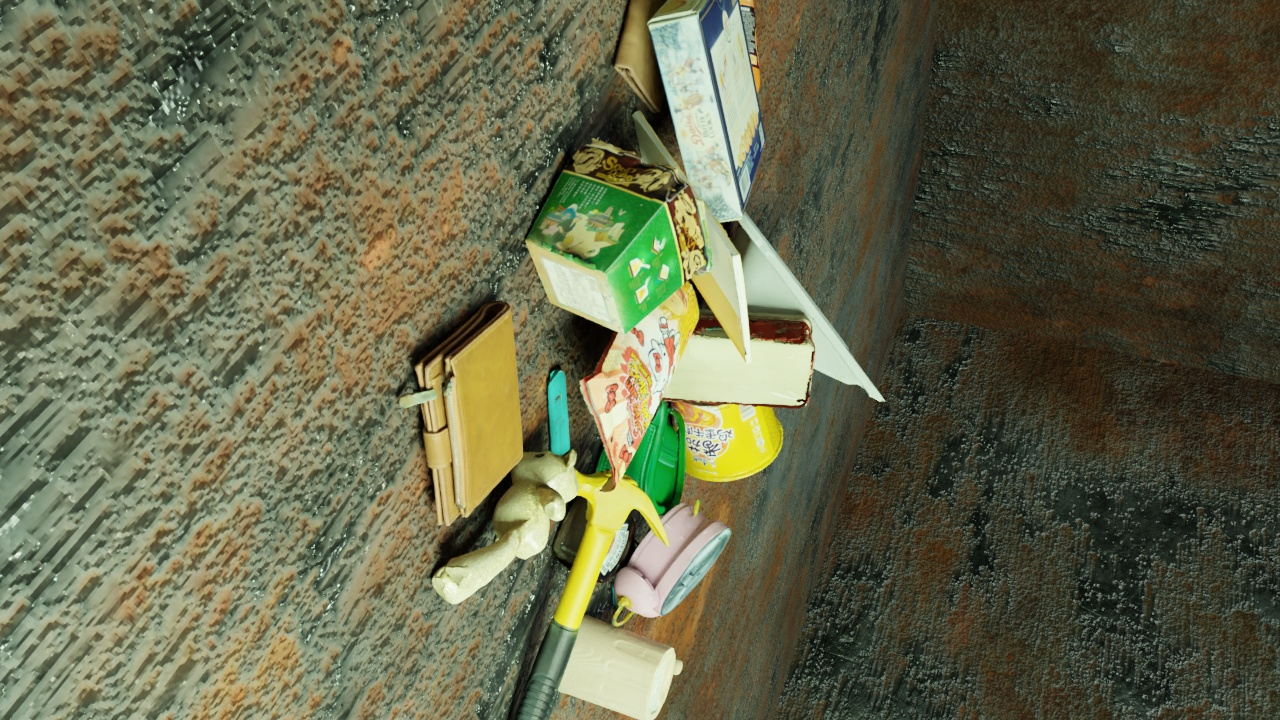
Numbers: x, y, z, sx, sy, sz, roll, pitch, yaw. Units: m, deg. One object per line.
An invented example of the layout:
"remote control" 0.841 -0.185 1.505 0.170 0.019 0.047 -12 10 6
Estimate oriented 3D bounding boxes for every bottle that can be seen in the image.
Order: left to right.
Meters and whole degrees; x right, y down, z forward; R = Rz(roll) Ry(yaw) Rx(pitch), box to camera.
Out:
"bottle" -0.033 0.192 0.954 0.079 0.044 0.195 -64 158 -12
"bottle" 0.090 -0.338 0.937 0.066 0.067 0.149 -28 122 -64

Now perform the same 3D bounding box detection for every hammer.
"hammer" -0.068 0.243 0.844 0.033 0.128 0.301 32 -78 65

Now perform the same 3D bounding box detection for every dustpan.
"dustpan" 0.184 -0.093 1.099 0.222 0.257 0.143 -86 -162 -73

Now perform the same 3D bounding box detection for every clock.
"clock" 0.026 0.221 0.972 0.158 0.060 0.117 -51 161 -8

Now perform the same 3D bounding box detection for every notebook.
"notebook" 0.047 -0.111 0.822 0.010 0.206 0.146 -24 143 -7

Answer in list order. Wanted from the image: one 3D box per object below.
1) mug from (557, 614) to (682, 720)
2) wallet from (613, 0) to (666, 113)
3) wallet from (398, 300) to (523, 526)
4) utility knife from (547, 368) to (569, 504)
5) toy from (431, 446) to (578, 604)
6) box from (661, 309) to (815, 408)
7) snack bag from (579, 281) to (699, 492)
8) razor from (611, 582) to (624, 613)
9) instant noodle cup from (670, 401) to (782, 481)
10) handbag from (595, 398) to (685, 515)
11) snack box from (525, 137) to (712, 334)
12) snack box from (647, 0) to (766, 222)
"mug" -0.019 0.328 0.988 0.124 0.104 0.084 17 87 -69
"wallet" 0.011 -0.286 0.813 0.115 0.020 0.101 15 89 -72
"wallet" -0.118 0.040 0.646 0.118 0.035 0.131 -47 143 -54
"utility knife" -0.072 0.074 0.821 0.029 0.013 0.151 -46 143 -49
"toy" -0.102 0.128 0.720 0.156 0.066 0.105 -48 178 -46
"box" 0.100 0.000 0.987 0.080 0.168 0.091 -80 173 -61
"snack bag" -0.005 0.005 0.829 0.207 0.073 0.129 -67 157 -48
"razor" 0.001 0.244 1.105 0.132 0.028 0.043 -54 146 -50
"instant noodle cup" 0.096 0.059 1.100 0.137 0.138 0.110 -58 143 -42
"handbag" 0.009 0.100 0.971 0.131 0.068 0.120 33 71 -69
"snack box" -0.023 -0.090 0.730 0.105 0.118 0.118 -53 151 -23
"snack box" 0.068 -0.245 0.831 0.177 0.046 0.183 -67 146 -52
